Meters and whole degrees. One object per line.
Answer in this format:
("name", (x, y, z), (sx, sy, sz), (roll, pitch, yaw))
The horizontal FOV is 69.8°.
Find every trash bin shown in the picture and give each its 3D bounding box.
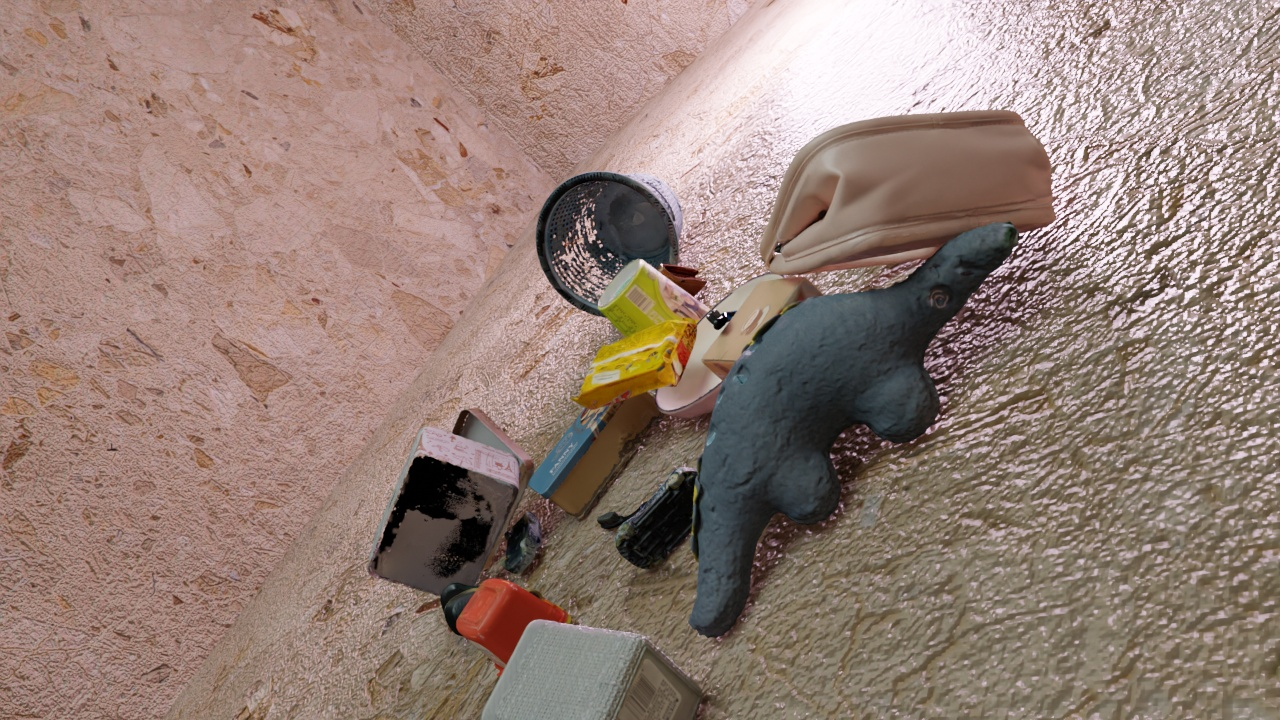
("trash bin", (-0.025, -0.205, 1.452), (0.227, 0.226, 0.194), (-40, 6, 28))

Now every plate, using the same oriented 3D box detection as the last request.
("plate", (0.095, -0.010, 0.965), (0.193, 0.039, 0.192), (-43, 17, 17))

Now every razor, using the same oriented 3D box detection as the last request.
("razor", (-0.158, 0.265, 0.992), (0.067, 0.062, 0.168), (-21, 0, -42))

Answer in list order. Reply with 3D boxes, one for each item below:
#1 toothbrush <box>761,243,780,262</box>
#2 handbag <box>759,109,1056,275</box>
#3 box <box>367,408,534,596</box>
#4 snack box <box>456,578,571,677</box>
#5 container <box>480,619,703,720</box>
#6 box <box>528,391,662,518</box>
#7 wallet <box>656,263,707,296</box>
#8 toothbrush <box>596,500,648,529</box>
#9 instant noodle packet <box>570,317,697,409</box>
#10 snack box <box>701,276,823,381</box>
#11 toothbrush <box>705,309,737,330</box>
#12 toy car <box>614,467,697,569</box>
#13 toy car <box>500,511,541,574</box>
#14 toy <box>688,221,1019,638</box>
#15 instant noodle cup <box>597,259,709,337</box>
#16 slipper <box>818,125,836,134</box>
("toothbrush", (0.195, -0.146, 1.048), (0.018, 0.015, 0.182), (-25, 0, -35))
("handbag", (0.188, -0.109, 0.741), (0.193, 0.093, 0.235), (-9, -9, -17))
("box", (-0.225, 0.163, 1.125), (0.183, 0.152, 0.177), (-63, 18, 16))
("snack box", (-0.123, 0.252, 0.864), (0.081, 0.080, 0.091), (-57, 19, -24))
("container", (-0.030, 0.237, 0.627), (0.115, 0.090, 0.090), (-13, 39, 44))
("box", (-0.055, 0.103, 1.059), (0.184, 0.061, 0.090), (-51, 16, -13))
("wallet", (0.026, -0.080, 1.215), (0.101, 0.032, 0.124), (-46, -17, 20))
("toothbrush", (0.016, 0.135, 0.884), (0.190, 0.017, 0.014), (-30, 25, 44))
("instant noodle packet", (-0.006, 0.006, 0.997), (0.129, 0.044, 0.110), (-18, 24, 29))
("snack box", (0.125, -0.005, 0.779), (0.092, 0.094, 0.077), (-52, 17, -12))
("toothbrush", (0.080, -0.042, 0.866), (0.014, 0.016, 0.189), (-54, -6, 11))
("toy car", (0.023, 0.136, 0.805), (0.106, 0.049, 0.031), (-46, 19, 7))
("toy car", (-0.136, 0.213, 1.065), (0.043, 0.034, 0.090), (-42, 19, 14))
("toy", (0.126, 0.031, 0.668), (0.357, 0.091, 0.138), (-52, 46, 9))
("instant noodle cup", (0.017, -0.056, 1.116), (0.112, 0.123, 0.111), (-44, 17, 17))
("slipper", (0.214, -0.215, 1.021), (0.091, 0.081, 0.191), (-34, 10, -11))
